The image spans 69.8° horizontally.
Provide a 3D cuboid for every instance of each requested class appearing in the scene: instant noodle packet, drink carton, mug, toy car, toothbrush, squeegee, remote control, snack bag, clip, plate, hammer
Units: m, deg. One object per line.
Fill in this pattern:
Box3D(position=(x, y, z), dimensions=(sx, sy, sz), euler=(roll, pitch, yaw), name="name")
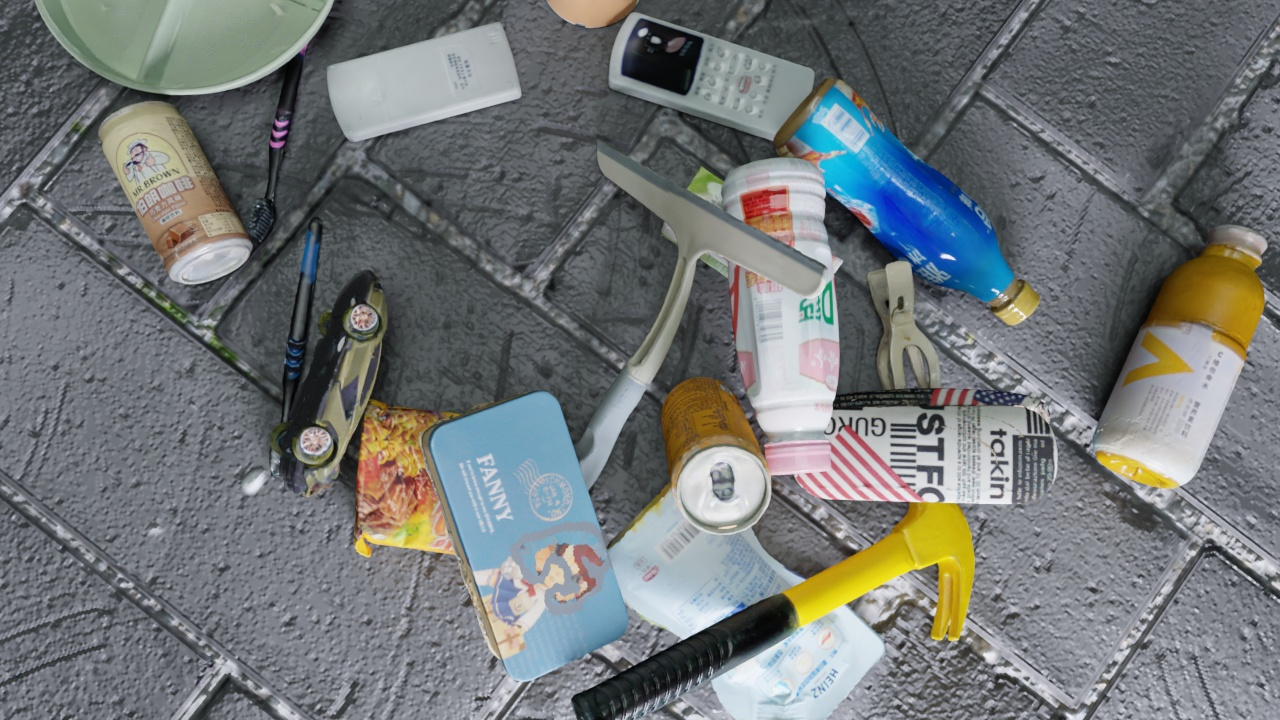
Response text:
Box3D(position=(-0.132, 0.085, 0.633), dimensions=(0.128, 0.044, 0.110), euler=(6, 89, -2), name="instant noodle packet")
Box3D(position=(0.078, -0.081, 0.654), dimensions=(0.122, 0.045, 0.053), euler=(35, 85, 2), name="drink carton")
Box3D(position=(-0.033, -0.293, 0.630), dimensions=(0.078, 0.123, 0.078), euler=(0, 85, -3), name="mug")
Box3D(position=(-0.206, 0.014, 0.621), dimensions=(0.042, 0.070, 0.158), euler=(23, 78, -33), name="toy car")
Box3D(position=(-0.245, -0.011, 0.652), dimensions=(0.014, 0.016, 0.189), euler=(8, 84, -9), name="toothbrush")
Box3D(position=(-0.260, -0.177, 0.666), dimensions=(0.014, 0.018, 0.189), euler=(9, 83, 1), name="toothbrush")
Box3D(position=(-0.004, 0.004, 0.624), dimensions=(0.039, 0.246, 0.247), euler=(13, 108, -41), name="squeegee")
Box3D(position=(0.052, -0.208, 0.677), dimensions=(0.150, 0.021, 0.058), euler=(17, 84, -1), name="remote control")
Box3D(position=(0.069, 0.171, 0.633), dimensions=(0.191, 0.039, 0.110), euler=(46, 69, 1), name="snack bag")
Box3D(position=(0.185, -0.020, 0.656), dimensions=(0.034, 0.072, 0.100), euler=(-13, 91, -2), name="clip")
Box3D(position=(-0.323, -0.298, 0.665), dimensions=(0.230, 0.027, 0.230), euler=(0, 82, 0), name="plate")
Box3D(position=(-0.158, -0.203, 0.669), dimensions=(0.135, 0.019, 0.056), euler=(-17, 86, -3), name="remote control")
Box3D(position=(0.096, 0.167, 0.604), dimensions=(0.300, 0.033, 0.128), euler=(-22, 83, -18), name="hammer")

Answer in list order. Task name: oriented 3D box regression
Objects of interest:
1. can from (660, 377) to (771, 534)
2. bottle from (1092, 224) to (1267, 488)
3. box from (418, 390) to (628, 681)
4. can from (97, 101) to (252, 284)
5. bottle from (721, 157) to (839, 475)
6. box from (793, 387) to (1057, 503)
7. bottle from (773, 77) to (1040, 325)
Box3D(position=(0.045, 0.056, 0.587), dimensions=(0.058, 0.146, 0.058), euler=(0, 104, -1), name="can")
Box3D(position=(0.385, -0.005, 0.646), dimensions=(0.068, 0.068, 0.189), euler=(27, 84, 0), name="bottle")
Box3D(position=(-0.077, 0.102, 0.585), dimensions=(0.089, 0.062, 0.184), euler=(-22, 99, -21), name="box")
Box3D(position=(-0.322, -0.115, 0.636), dimensions=(0.058, 0.058, 0.116), euler=(-29, 86, -5), name="can")
Box3D(position=(0.093, -0.026, 0.588), dimensions=(0.068, 0.068, 0.196), euler=(-4, 82, -3), name="bottle")
Box3D(position=(0.186, 0.055, 0.610), dimensions=(0.162, 0.086, 0.075), euler=(-3, 87, 20), name="box")
Box3D(position=(0.193, -0.105, 0.647), dimensions=(0.218, 0.065, 0.065), euler=(39, 84, -7), name="bottle")
